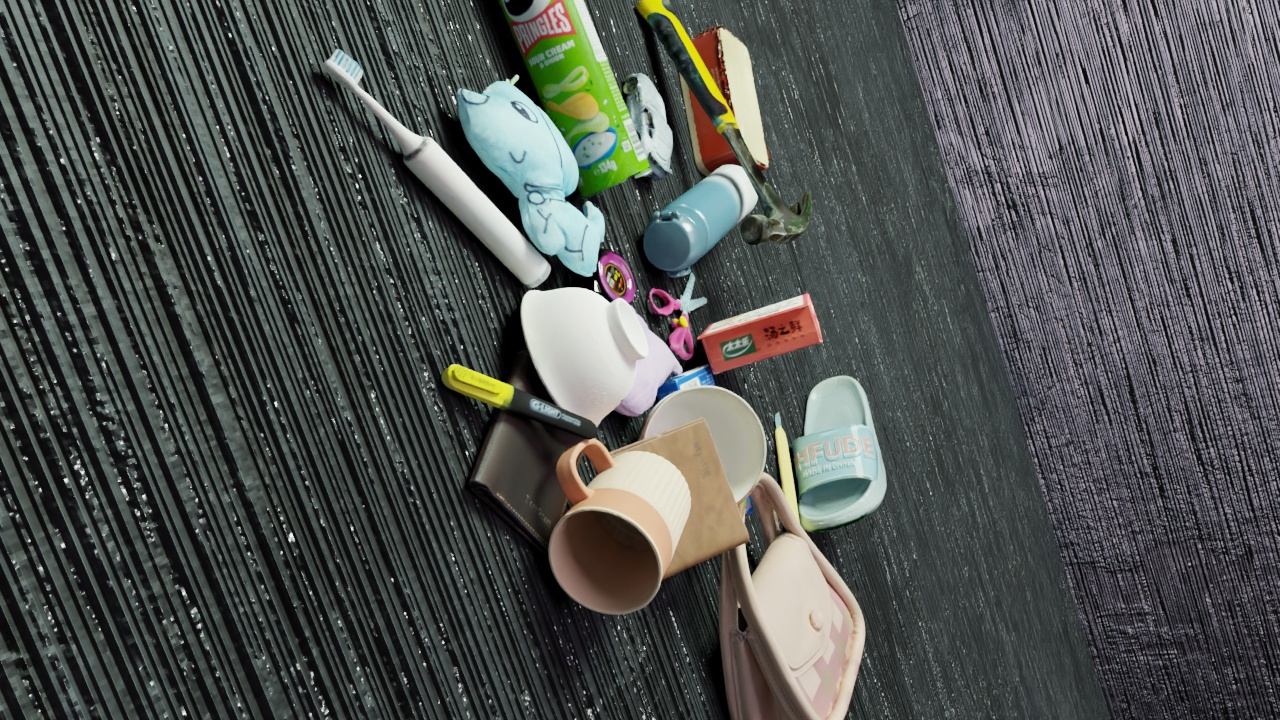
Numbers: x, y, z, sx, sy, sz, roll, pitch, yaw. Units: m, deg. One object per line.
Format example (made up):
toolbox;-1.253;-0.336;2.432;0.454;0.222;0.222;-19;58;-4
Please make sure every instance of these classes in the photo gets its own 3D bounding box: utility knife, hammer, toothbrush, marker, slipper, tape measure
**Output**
utility knife;0.172;0.137;1.065;0.031;0.019;0.172;36;48;-54
hammer;0.088;-0.267;1.005;0.125;0.032;0.323;-12;70;-47
toothbrush;-0.138;-0.128;0.648;0.221;0.027;0.026;47;61;-39
marker;-0.081;0.030;0.642;0.124;0.015;0.018;25;53;-30
slipper;0.235;0.101;1.111;0.074;0.104;0.244;57;29;-34
tape measure;-0.035;-0.065;0.784;0.057;0.039;0.057;27;52;-46

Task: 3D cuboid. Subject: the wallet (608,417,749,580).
wallet;0.028;0.117;0.766;0.101;0.020;0.115;-21;92;-18

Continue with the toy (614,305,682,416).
toy;-0.005;0.005;0.803;0.084;0.039;0.107;50;39;-12

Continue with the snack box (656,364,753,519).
snack box;0.063;0.087;0.891;0.084;0.026;0.157;-22;96;-62

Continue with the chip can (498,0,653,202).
chip can;-0.064;-0.260;0.790;0.236;0.072;0.072;67;30;-14

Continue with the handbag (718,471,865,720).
handbag;0.128;0.219;0.870;0.192;0.094;0.234;-39;111;-60

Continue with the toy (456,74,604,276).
toy;-0.082;-0.151;0.724;0.161;0.050;0.156;23;49;-51

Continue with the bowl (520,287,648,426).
bowl;-0.034;-0.013;0.704;0.118;0.065;0.118;56;18;-29

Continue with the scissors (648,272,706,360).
scissors;0.039;-0.061;0.937;0.096;0.017;0.136;51;32;-25

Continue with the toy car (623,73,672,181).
toy car;0.010;-0.244;0.950;0.054;0.037;0.120;29;50;-52

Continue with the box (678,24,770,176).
box;0.107;-0.307;1.101;0.091;0.079;0.168;8;71;-58

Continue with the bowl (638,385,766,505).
bowl;0.048;0.078;0.814;0.062;0.113;0.113;179;-107;-75

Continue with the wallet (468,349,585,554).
wallet;-0.077;0.066;0.671;0.096;0.020;0.122;51;39;-36

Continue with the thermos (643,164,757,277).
thermos;0.065;-0.151;0.974;0.070;0.070;0.219;66;31;-15

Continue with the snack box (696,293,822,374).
snack box;0.123;-0.026;0.929;0.127;0.113;0.044;-41;114;-76

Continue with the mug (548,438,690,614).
mug;-0.020;0.110;0.677;0.114;0.082;0.105;57;23;-7
